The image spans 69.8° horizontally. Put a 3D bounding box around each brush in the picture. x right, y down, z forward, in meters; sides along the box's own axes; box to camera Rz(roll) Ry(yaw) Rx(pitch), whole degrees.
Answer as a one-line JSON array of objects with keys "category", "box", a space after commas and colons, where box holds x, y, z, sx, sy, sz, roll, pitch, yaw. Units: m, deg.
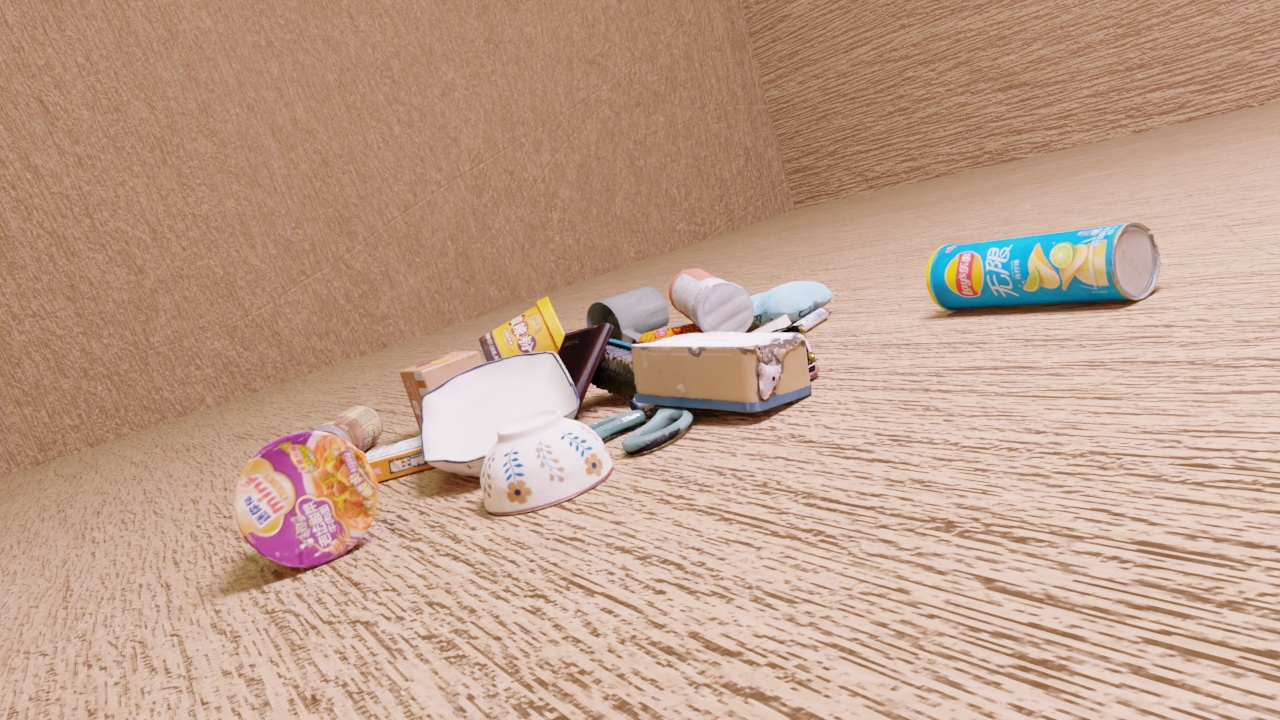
[{"category": "brush", "box": [-0.006, 0.006, 1.029, 0.073, 0.055, 0.144, -22, 21, -29]}]

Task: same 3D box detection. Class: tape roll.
[{"category": "tape roll", "box": [0.137, -0.029, 1.086, 0.086, 0.014, 0.086, -29, 0, 0]}]

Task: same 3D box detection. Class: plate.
[{"category": "plate", "box": [-0.146, 0.055, 0.956, 0.162, 0.034, 0.265, -20, 20, -8]}]

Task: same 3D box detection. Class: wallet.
[{"category": "wallet", "box": [-0.081, 0.017, 1.026, 0.097, 0.020, 0.122, -6, 55, 53]}]

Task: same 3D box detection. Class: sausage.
[{"category": "sausage", "box": [0.069, -0.040, 1.257, 0.165, 0.021, 0.021, -12, 7, -21]}]

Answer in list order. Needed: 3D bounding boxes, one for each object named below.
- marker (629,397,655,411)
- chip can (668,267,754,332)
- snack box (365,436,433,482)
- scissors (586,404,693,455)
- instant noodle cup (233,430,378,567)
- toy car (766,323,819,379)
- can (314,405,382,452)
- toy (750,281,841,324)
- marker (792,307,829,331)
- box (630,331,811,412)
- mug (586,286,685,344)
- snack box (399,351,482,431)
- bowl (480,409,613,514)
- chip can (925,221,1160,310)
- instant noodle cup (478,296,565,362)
[{"category": "marker", "box": [0.046, 0.026, 0.970, 0.130, 0.023, 0.018, -20, 20, -25]}, {"category": "chip can", "box": [0.086, -0.077, 1.193, 0.071, 0.071, 0.214, -17, 13, -4]}, {"category": "snack box", "box": [-0.242, 0.102, 1.019, 0.154, 0.026, 0.075, -16, 10, 6]}, {"category": "scissors", "box": [0.012, 0.058, 0.861, 0.176, 0.019, 0.172, -20, 9, -28]}, {"category": "instant noodle cup", "box": [-0.289, 0.119, 0.793, 0.111, 0.111, 0.099, -21, 1, -23]}, {"category": "toy car", "box": [0.146, -0.002, 0.919, 0.056, 0.037, 0.122, -17, 22, 9]}, {"category": "can", "box": [-0.378, 0.098, 1.179, 0.058, 0.058, 0.116, -15, 10, 8]}, {"category": "toy", "box": [0.184, -0.075, 1.215, 0.156, 0.050, 0.161, -17, 11, 9]}, {"category": "marker", "box": [0.191, -0.039, 1.106, 0.017, 0.017, 0.144, -9, 12, 39]}, {"category": "box", "box": [0.067, 0.008, 0.862, 0.089, 0.062, 0.185, -13, 7, -37]}, {"category": "mug", "box": [-0.005, -0.056, 1.403, 0.103, 0.084, 0.124, -23, 38, -38]}, {"category": "snack box", "box": [-0.237, 0.044, 1.139, 0.076, 0.093, 0.094, -22, 10, -29]}, {"category": "bowl", "box": [-0.086, 0.079, 0.773, 0.113, 0.062, 0.113, -18, 9, 3]}, {"category": "chip can", "box": [0.382, -0.087, 0.891, 0.071, 0.071, 0.211, -22, 11, -28]}, {"category": "instant noodle cup", "box": [-0.156, -0.013, 1.286, 0.114, 0.118, 0.118, -25, 10, -3]}]
